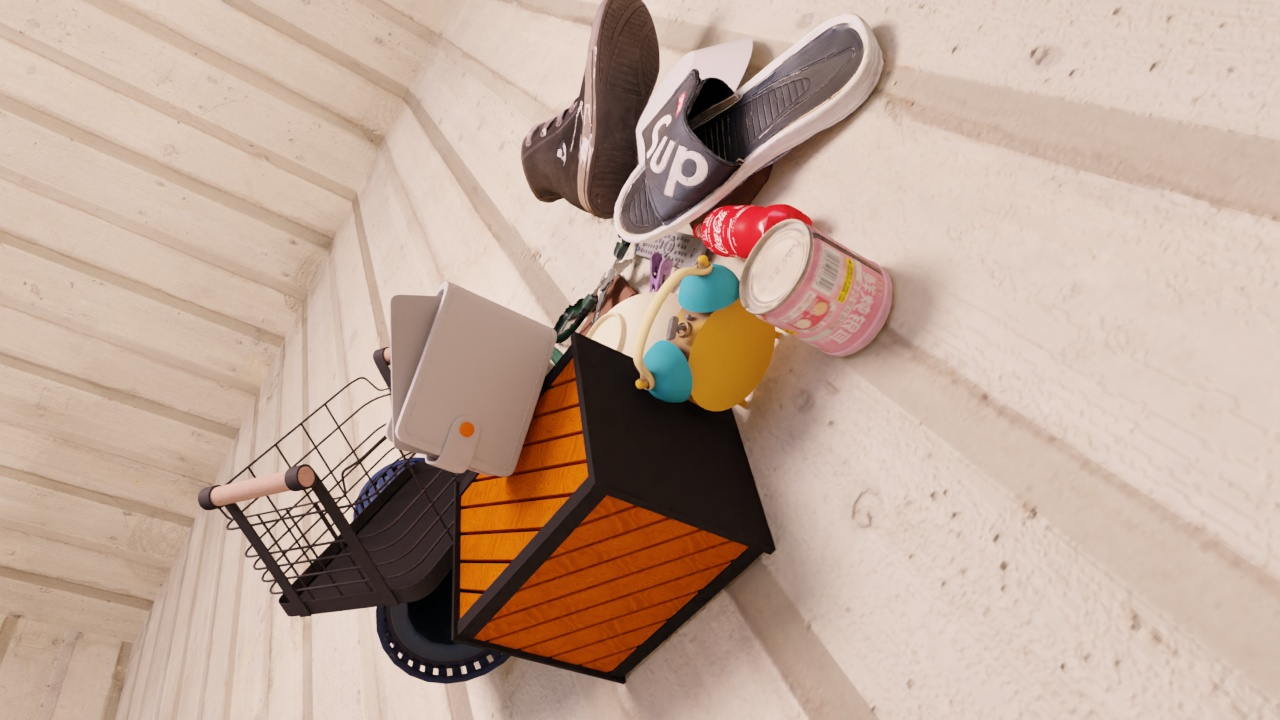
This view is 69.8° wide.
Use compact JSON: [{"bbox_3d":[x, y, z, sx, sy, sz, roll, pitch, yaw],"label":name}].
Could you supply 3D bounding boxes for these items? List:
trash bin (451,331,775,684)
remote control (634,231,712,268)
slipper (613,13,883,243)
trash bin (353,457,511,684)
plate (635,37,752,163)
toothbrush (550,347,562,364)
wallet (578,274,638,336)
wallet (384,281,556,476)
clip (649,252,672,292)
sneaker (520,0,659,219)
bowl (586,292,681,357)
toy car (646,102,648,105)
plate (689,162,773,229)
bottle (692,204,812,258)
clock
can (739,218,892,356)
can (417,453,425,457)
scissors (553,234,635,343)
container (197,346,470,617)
[{"bbox_3d":[-0.029,0.108,0.648,0.172,0.139,0.139,-49,32,28],"label":"trash bin"},{"bbox_3d":[0.028,-0.104,0.851,0.033,0.013,0.136,-65,28,2],"label":"remote control"},{"bbox_3d":[0.068,-0.194,0.750,0.265,0.063,0.111,-27,51,30],"label":"slipper"},{"bbox_3d":[-0.202,0.188,0.894,0.139,0.139,0.250,-65,26,1],"label":"trash bin"},{"bbox_3d":[0.038,-0.248,0.888,0.174,0.036,0.173,-49,20,25],"label":"plate"},{"bbox_3d":[-0.099,-0.010,0.996,0.016,0.017,0.190,-61,28,6],"label":"toothbrush"},{"bbox_3d":[-0.028,-0.031,0.893,0.087,0.013,0.121,-59,27,12],"label":"wallet"},{"bbox_3d":[-0.125,0.011,0.614,0.038,0.115,0.118,-8,62,58],"label":"wallet"},{"bbox_3d":[0.017,-0.071,0.834,0.029,0.013,0.050,-141,55,-63],"label":"clip"},{"bbox_3d":[-0.056,-0.277,0.990,0.120,0.095,0.235,18,106,43],"label":"sneaker"},{"bbox_3d":[-0.004,0.004,0.759,0.151,0.075,0.150,-40,38,39],"label":"bowl"},{"bbox_3d":[-0.007,-0.252,1.018,0.092,0.033,0.061,-28,58,44],"label":"toy car"},{"bbox_3d":[0.072,-0.173,0.818,0.132,0.025,0.131,-41,37,39],"label":"plate"},{"bbox_3d":[0.082,-0.102,0.727,0.142,0.042,0.042,17,83,62],"label":"bottle"},{"bbox_3d":[0.047,-0.013,0.628,0.044,0.129,0.099,29,93,44],"label":"clock"},{"bbox_3d":[0.113,-0.045,0.590,0.067,0.076,0.067,-41,37,39],"label":"can"},{"bbox_3d":[-0.179,0.046,1.002,0.099,0.099,0.144,16,83,62],"label":"can"},{"bbox_3d":[-0.043,-0.088,0.947,0.206,0.015,0.201,-41,26,49],"label":"scissors"},{"bbox_3d":[-0.214,0.087,0.762,0.163,0.130,0.240,-14,22,28],"label":"container"}]
